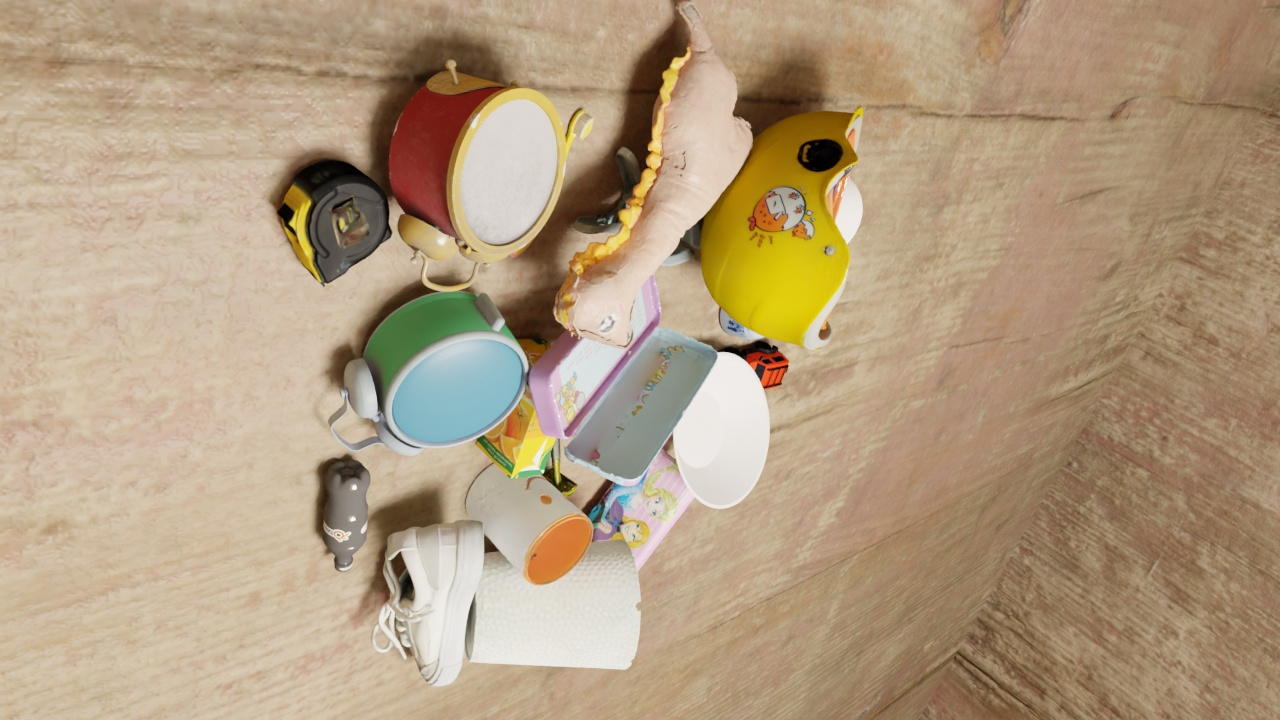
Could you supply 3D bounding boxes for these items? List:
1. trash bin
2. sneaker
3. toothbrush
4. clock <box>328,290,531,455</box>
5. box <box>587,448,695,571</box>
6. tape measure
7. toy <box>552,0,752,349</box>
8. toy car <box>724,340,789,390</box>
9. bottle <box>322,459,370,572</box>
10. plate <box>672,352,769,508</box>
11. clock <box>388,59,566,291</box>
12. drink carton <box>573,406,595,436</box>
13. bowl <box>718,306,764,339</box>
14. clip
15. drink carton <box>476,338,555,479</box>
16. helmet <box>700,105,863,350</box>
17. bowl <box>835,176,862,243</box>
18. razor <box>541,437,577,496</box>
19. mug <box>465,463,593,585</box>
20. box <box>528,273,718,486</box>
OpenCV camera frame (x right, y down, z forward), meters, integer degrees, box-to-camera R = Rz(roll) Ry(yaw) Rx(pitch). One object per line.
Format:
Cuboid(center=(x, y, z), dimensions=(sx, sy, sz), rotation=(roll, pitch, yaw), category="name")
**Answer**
Cuboid(center=(-0.096, 0.252, 0.945), dimensions=(0.161, 0.133, 0.133), rotation=(3, 122, -17), category="trash bin")
Cuboid(center=(-0.211, 0.235, 0.884), dimensions=(0.090, 0.089, 0.243), rotation=(4, 134, -15), category="sneaker")
Cuboid(center=(-0.075, -0.144, 0.760), dimensions=(0.021, 0.016, 0.135), rotation=(10, 112, -57), category="toothbrush")
Cuboid(center=(-0.175, 0.017, 0.742), dimensions=(0.161, 0.075, 0.122), rotation=(-32, 142, -7), category="clock")
Cuboid(center=(-0.025, 0.208, 1.080), dimensions=(0.230, 0.084, 0.090), rotation=(-53, 173, -1), category="box")
Cuboid(center=(-0.208, -0.098, 0.628), dimensions=(0.071, 0.042, 0.072), rotation=(-36, 139, -17), category="tape measure")
Cuboid(center=(0.002, -0.144, 0.762), dimensions=(0.263, 0.065, 0.196), rotation=(-49, 131, -21), category="toy")
Cuboid(center=(0.136, 0.011, 1.104), dimensions=(0.100, 0.049, 0.051), rotation=(-11, 127, -44), category="toy car")
Cuboid(center=(-0.251, 0.135, 0.782), dimensions=(0.036, 0.036, 0.110), rotation=(-16, 131, -41), category="bottle")
Cuboid(center=(0.081, 0.079, 1.039), dimensions=(0.173, 0.036, 0.174), rotation=(2, 88, -47), category="plate")
Cuboid(center=(-0.126, -0.127, 0.658), dimensions=(0.117, 0.081, 0.159), rotation=(-7, 116, -59), category="clock")
Cuboid(center=(-0.019, 0.058, 0.975), dimensions=(0.128, 0.044, 0.039), rotation=(-13, 129, -44), category="drink carton")
Cuboid(center=(0.147, -0.068, 1.051), dimensions=(0.114, 0.045, 0.114), rotation=(-29, 139, -30), category="bowl")
Cuboid(center=(0.001, -0.123, 0.854), dimensions=(0.090, 0.027, 0.162), rotation=(-54, 144, -1), category="clip")
Cuboid(center=(-0.104, 0.041, 0.849), dimensions=(0.041, 0.058, 0.123), rotation=(-2, 121, -48), category="drink carton")
Cuboid(center=(0.133, -0.136, 0.892), dimensions=(0.209, 0.140, 0.239), rotation=(74, 26, -69), category="helmet")
Cuboid(center=(0.224, -0.162, 1.062), dimensions=(0.109, 0.040, 0.110), rotation=(-29, 139, -30), category="bowl")
Cuboid(center=(-0.087, 0.086, 0.935), dimensions=(0.026, 0.042, 0.106), rotation=(-21, 125, -34), category="razor")
Cuboid(center=(-0.110, 0.156, 0.901), dimensions=(0.082, 0.105, 0.082), rotation=(-29, 138, -30), category="mug")
Cuboid(center=(-0.014, 0.011, 0.834), dimensions=(0.062, 0.140, 0.213), rotation=(-31, -166, 40), category="box")
